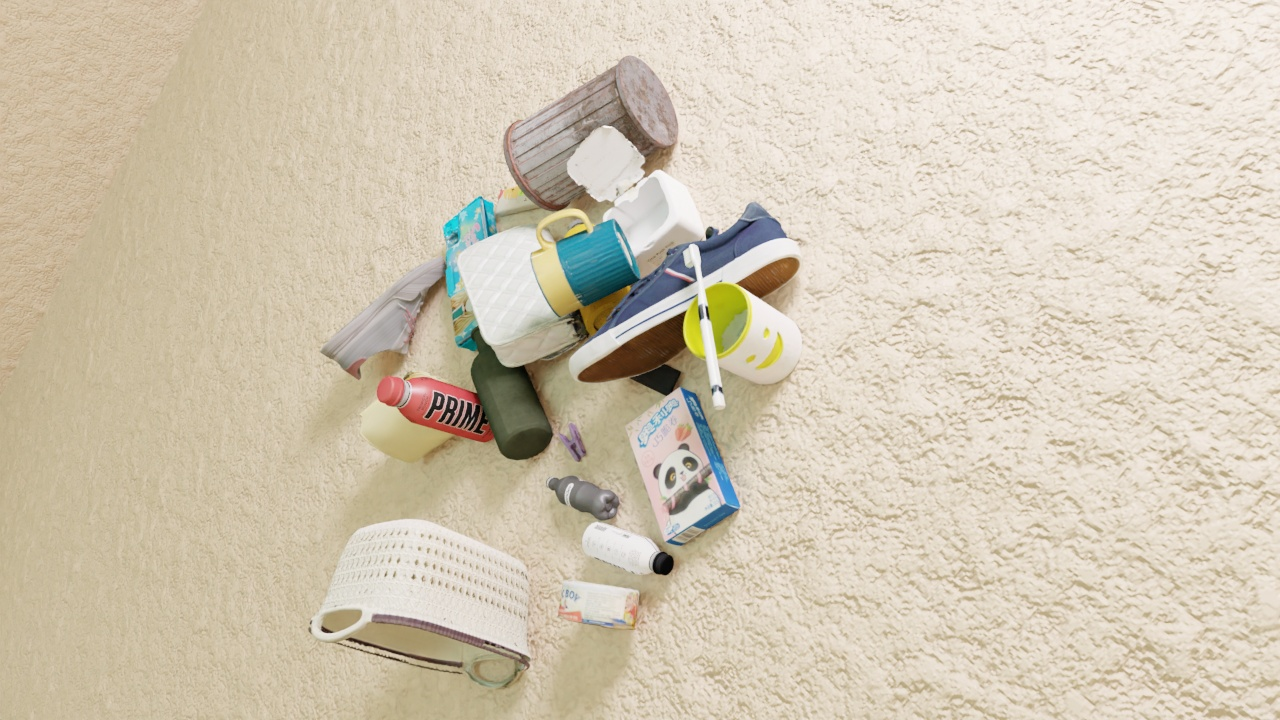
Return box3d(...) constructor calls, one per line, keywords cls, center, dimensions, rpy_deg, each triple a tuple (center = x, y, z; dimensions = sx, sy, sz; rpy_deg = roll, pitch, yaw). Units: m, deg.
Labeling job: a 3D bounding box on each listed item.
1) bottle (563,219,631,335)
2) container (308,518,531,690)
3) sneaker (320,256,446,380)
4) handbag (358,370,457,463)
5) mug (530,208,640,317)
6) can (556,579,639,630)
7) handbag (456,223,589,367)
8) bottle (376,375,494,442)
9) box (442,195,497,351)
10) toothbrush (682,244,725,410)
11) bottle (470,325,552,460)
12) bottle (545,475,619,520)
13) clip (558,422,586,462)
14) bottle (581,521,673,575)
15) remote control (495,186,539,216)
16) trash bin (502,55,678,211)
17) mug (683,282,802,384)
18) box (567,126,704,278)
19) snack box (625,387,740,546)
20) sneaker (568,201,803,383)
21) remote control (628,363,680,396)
box3d(cls="bottle", center=(-0.058, -0.113, 1.157), dimensions=(0.071, 0.071, 0.163), rpy_deg=(-38, 53, 24))
box3d(cls="container", center=(-0.241, 0.283, 1.061), dimensions=(0.185, 0.251, 0.143), rpy_deg=(-15, 55, 35))
box3d(cls="sneaker", center=(-0.376, -0.061, 1.418), dimensions=(0.236, 0.089, 0.099), rpy_deg=(-40, 15, -1))
box3d(cls="handbag", center=(-0.315, 0.076, 1.283), dimensions=(0.119, 0.111, 0.081), rpy_deg=(-32, 47, 27))
box3d(cls="mug", center=(-0.069, -0.120, 1.056), dimensions=(0.107, 0.113, 0.083), rpy_deg=(-22, 26, 11))
box3d(cls="can", center=(-0.045, 0.265, 0.994), dimensions=(0.086, 0.086, 0.043), rpy_deg=(-4, 71, 40))
box3d(cls="handbag", center=(-0.154, -0.087, 1.216), dimensions=(0.139, 0.072, 0.194), rpy_deg=(-23, 54, -4))
box3d(cls="bottle", center=(-0.262, 0.059, 1.197), dimensions=(0.062, 0.176, 0.062), rpy_deg=(-16, 64, 36))
box3d(cls="box", center=(-0.243, -0.130, 1.346), dimensions=(0.094, 0.039, 0.226), rpy_deg=(-31, 56, 28))
box3d(cls="toothbrush", center=(0.063, -0.036, 0.917), dimensions=(0.017, 0.012, 0.186), rpy_deg=(-35, 53, 43))
box3d(cls="bottle", center=(-0.181, 0.033, 1.209), dimensions=(0.072, 0.071, 0.206), rpy_deg=(-44, 50, 20))
box3d(cls="bottle", center=(-0.072, 0.159, 1.091), dimensions=(0.110, 0.036, 0.036), rpy_deg=(14, 83, 43))
box3d(cls="clip", center=(-0.084, 0.104, 1.140), dimensions=(0.033, 0.013, 0.051), rpy_deg=(-44, 53, 22))
box3d(cls="bottle", center=(-0.013, 0.212, 1.016), dimensions=(0.116, 0.041, 0.041), rpy_deg=(9, 80, 43))
box3d(cls="remote control", center=(-0.168, -0.238, 1.337), dimensions=(0.126, 0.018, 0.038), rpy_deg=(-3, 72, 42))
box3d(cls="trash bin", center=(-0.071, -0.289, 1.197), dimensions=(0.212, 0.130, 0.130), rpy_deg=(-22, 61, 32))
box3d(cls="mug", center=(0.108, -0.026, 0.956), dimensions=(0.083, 0.106, 0.082), rpy_deg=(-16, 65, 36))
box3d(cls="box", center=(-0.006, -0.198, 1.131), dimensions=(0.112, 0.101, 0.189), rpy_deg=(-37, 74, 24))
box3d(cls="snack box", center=(0.044, 0.115, 1.009), dimensions=(0.088, 0.033, 0.154), rpy_deg=(-38, 53, 24))
box3d(cls="sneaker", center=(0.032, -0.081, 1.036), dimensions=(0.295, 0.120, 0.127), rpy_deg=(-34, 65, 17))
box3d(cls="remote control", center=(-0.007, 0.006, 1.106), dimensions=(0.147, 0.015, 0.033), rpy_deg=(25, 91, 43))
